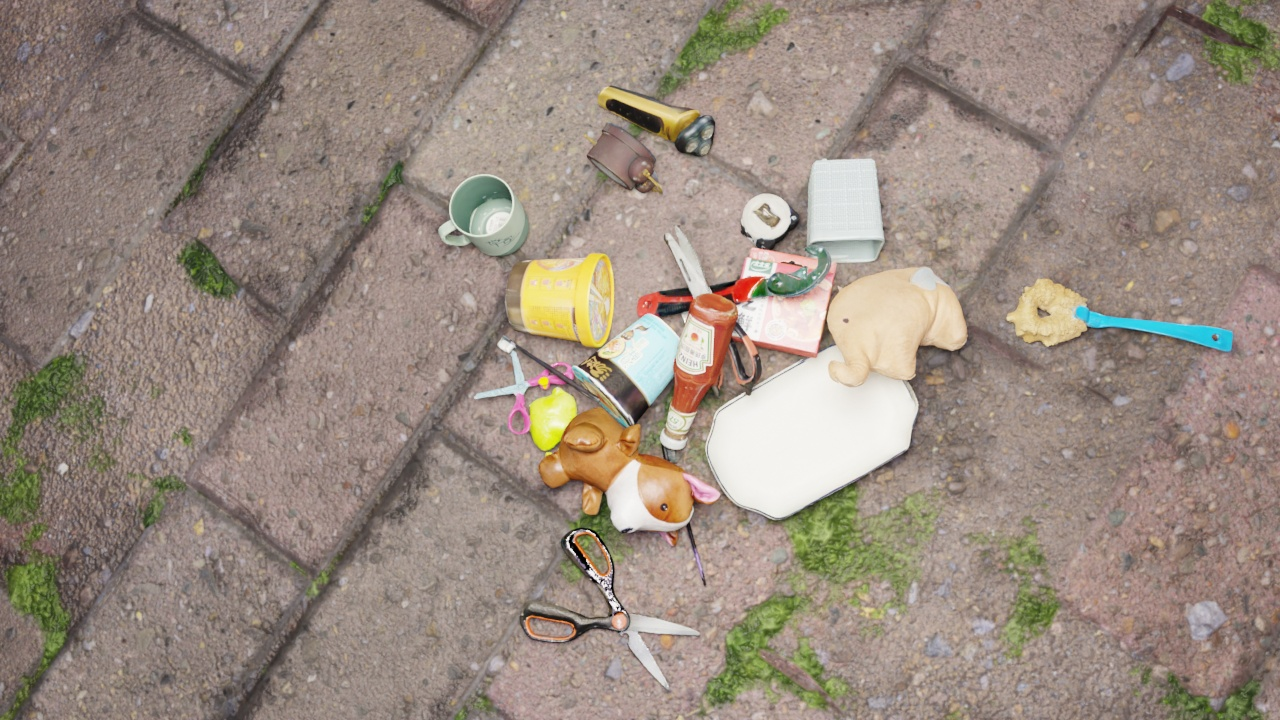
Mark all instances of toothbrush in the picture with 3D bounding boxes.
[{"bbox_3d":[-0.119,0.012,1.175,0.181,0.016,0.018,29,76,30],"label":"toothbrush"},{"bbox_3d":[0.058,0.191,1.159,0.016,0.014,0.189,-15,80,-9],"label":"toothbrush"}]

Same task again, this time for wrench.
[{"bbox_3d":[0.107,-0.088,1.131,0.274,0.016,0.056,-12,70,34],"label":"wrench"}]

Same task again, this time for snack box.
[{"bbox_3d":[0.177,-0.077,1.141,0.113,0.044,0.127,12,83,13],"label":"snack box"}]

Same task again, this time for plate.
[{"bbox_3d":[0.212,0.087,1.147,0.266,0.034,0.162,-30,78,1],"label":"plate"}]

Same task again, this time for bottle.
[{"bbox_3d":[0.064,0.019,1.117,0.060,0.059,0.206,21,119,9],"label":"bottle"}]

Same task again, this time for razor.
[{"bbox_3d":[0.019,-0.324,1.224,0.167,0.062,0.067,26,55,14],"label":"razor"}]

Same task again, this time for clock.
[{"bbox_3d":[-0.016,-0.259,1.203,0.122,0.082,0.055,38,91,11],"label":"clock"}]

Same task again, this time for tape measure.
[{"bbox_3d":[0.164,-0.182,1.195,0.066,0.033,0.065,43,86,10],"label":"tape measure"}]

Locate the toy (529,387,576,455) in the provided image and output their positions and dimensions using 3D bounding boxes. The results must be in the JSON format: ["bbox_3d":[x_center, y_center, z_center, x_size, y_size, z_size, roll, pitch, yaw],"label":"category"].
[{"bbox_3d":[-0.106,0.090,1.182,0.100,0.031,0.096,31,82,6],"label":"toy"}]

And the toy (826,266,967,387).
[{"bbox_3d":[0.288,-0.038,1.106,0.225,0.083,0.143,-27,59,-25],"label":"toy"}]

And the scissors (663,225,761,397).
[{"bbox_3d":[0.076,-0.057,1.134,0.205,0.015,0.199,35,125,27],"label":"scissors"}]

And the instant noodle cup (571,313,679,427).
[{"bbox_3d":[-0.007,0.007,1.154,0.111,0.111,0.120,43,80,11],"label":"instant noodle cup"}]

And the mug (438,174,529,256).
[{"bbox_3d":[-0.206,-0.179,1.197,0.112,0.106,0.082,-26,80,1],"label":"mug"}]

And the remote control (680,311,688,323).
[{"bbox_3d":[0.118,-0.063,1.186,0.125,0.024,0.049,-22,80,3],"label":"remote control"}]

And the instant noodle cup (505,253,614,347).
[{"bbox_3d":[-0.102,-0.079,1.170,0.114,0.118,0.118,4,81,14],"label":"instant noodle cup"}]

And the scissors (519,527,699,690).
[{"bbox_3d":[-0.044,0.310,1.146,0.221,0.022,0.227,-11,79,5],"label":"scissors"}]

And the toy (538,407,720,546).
[{"bbox_3d":[-0.016,0.147,1.111,0.199,0.141,0.130,33,46,-8],"label":"toy"}]

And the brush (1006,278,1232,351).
[{"bbox_3d":[0.582,-0.045,1.118,0.255,0.046,0.083,10,79,13],"label":"brush"}]

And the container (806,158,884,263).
[{"bbox_3d":[0.256,-0.189,1.161,0.090,0.090,0.111,-1,77,6],"label":"container"}]

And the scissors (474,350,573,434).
[{"bbox_3d":[-0.150,0.039,1.182,0.133,0.017,0.134,-12,57,3],"label":"scissors"}]
